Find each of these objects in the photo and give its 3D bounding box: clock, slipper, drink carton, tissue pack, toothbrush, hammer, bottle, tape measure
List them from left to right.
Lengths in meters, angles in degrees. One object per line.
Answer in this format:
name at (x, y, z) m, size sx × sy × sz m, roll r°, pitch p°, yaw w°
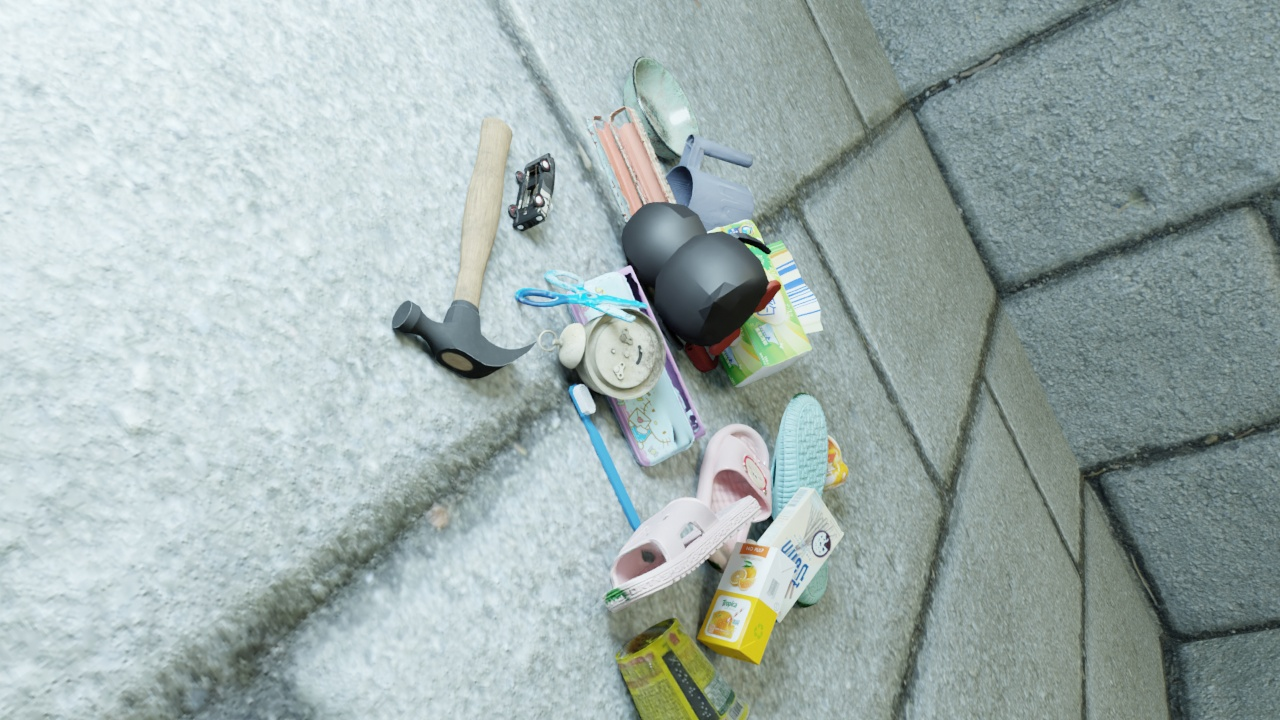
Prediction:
hammer at (-0.153, -0.122, 0.890) m, size 0.132 × 0.040 × 0.304 m, roll 34°, pitch 43°, yaw -37°
clock at (-0.042, -0.009, 0.946) m, size 0.140 × 0.055 × 0.093 m, roll 11°, pitch 84°, yaw -28°
toothbrush at (-0.033, 0.100, 0.945) m, size 0.016 × 0.014 × 0.166 m, roll -31°, pitch 97°, yaw -58°
slipper at (0.035, 0.177, 0.918) m, size 0.238 × 0.094 × 0.064 m, roll -21°, pitch 77°, yaw -51°
tape measure at (0.083, -0.014, 1.186) m, size 0.051 × 0.019 × 0.058 m, roll 55°, pitch 34°, yaw -19°
slipper at (0.113, 0.157, 1.090) m, size 0.107 × 0.056 × 0.220 m, roll 52°, pitch 36°, yaw -19°
drink carton at (0.116, 0.256, 0.986) m, size 0.040 × 0.059 × 0.122 m, roll 44°, pitch 61°, yaw -33°
tissue pack at (0.160, -0.082, 1.198) m, size 0.141 × 0.120 × 0.197 m, roll -20°, pitch 87°, yaw -21°
slipper at (0.199, 0.180, 1.194) m, size 0.115 × 0.070 × 0.276 m, roll 5°, pitch 82°, yaw -57°
bottle at (0.251, 0.130, 1.305) m, size 0.063 × 0.063 × 0.109 m, roll -21°, pitch 89°, yaw -58°

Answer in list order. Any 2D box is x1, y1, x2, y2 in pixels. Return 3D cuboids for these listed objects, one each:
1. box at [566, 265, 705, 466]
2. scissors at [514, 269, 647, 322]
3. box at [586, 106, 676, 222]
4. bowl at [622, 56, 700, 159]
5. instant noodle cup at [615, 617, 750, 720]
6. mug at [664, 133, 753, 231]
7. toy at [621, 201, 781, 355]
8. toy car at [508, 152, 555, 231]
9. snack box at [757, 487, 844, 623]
box at (0.005, 0.001, 1.026) m, size 0.139 × 0.062 × 0.214 m, roll -28°, pitch 94°, yaw -55°
scissors at (-0.063, -0.060, 0.924) m, size 0.112 × 0.141 × 0.013 m, roll -23°, pitch 132°, yaw -45°
box at (-0.004, -0.232, 1.163) m, size 0.076 × 0.055 × 0.187 m, roll -23°, pitch 88°, yaw -26°
bowl at (0.025, -0.346, 1.291) m, size 0.157 × 0.039 × 0.157 m, roll 34°, pitch 44°, yaw -42°
instant noodle cup at (0.032, 0.303, 0.846) m, size 0.108 × 0.102 × 0.102 m, roll 59°, pitch 32°, yaw 3°
mug at (0.092, -0.227, 1.222) m, size 0.103 × 0.084 × 0.124 m, roll 10°, pitch 101°, yaw -32°
toy at (0.051, -0.113, 1.075) m, size 0.184 × 0.159 × 0.140 m, roll 46°, pitch 12°, yaw 19°
toy car at (-0.111, -0.178, 0.977) m, size 0.037 × 0.040 × 0.092 m, roll 40°, pitch 44°, yaw -41°
snack box at (0.181, 0.234, 1.110) m, size 0.149 × 0.026 × 0.082 m, roll -45°, pitch 112°, yaw -27°
